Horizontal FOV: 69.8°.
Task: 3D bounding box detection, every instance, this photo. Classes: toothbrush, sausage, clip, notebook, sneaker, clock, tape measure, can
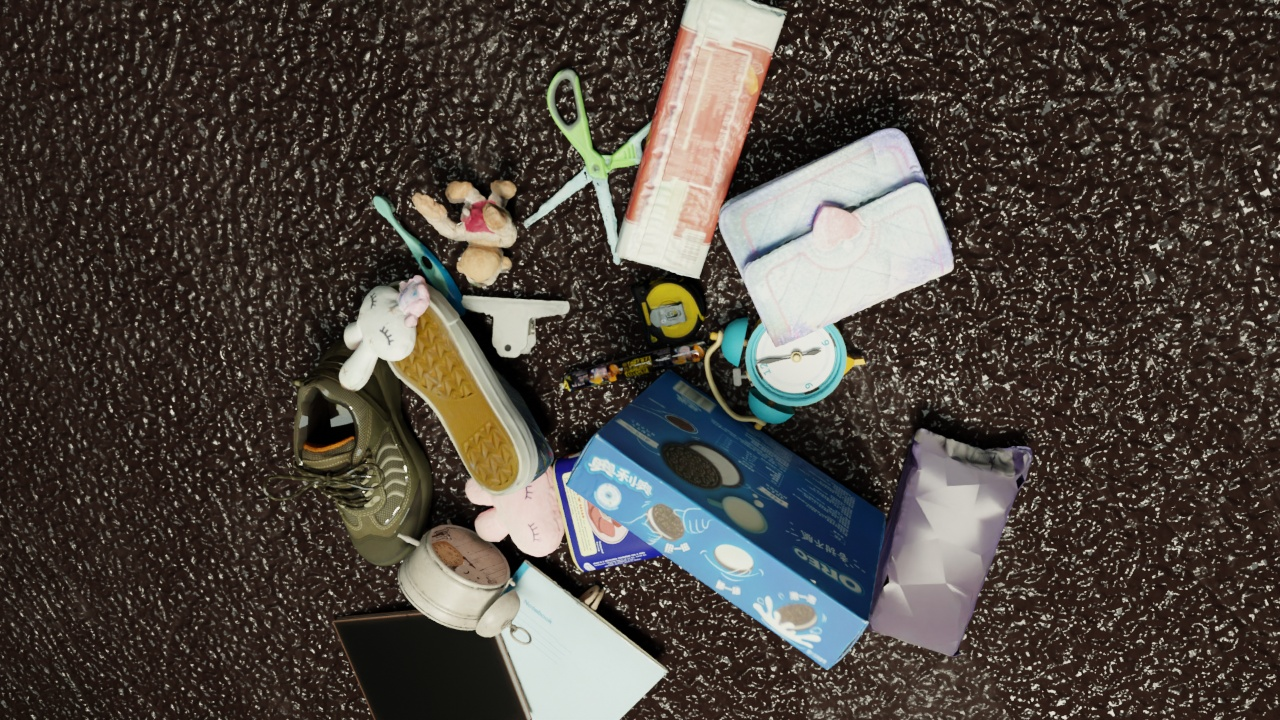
[{"bbox_3d":[-0.205,-0.098,0.859,0.022,0.017,0.135,-32,99,21],"label":"toothbrush"},{"bbox_3d":[-0.005,0.005,0.835,0.155,0.020,0.020,-14,103,19],"label":"sausage"},{"bbox_3d":[-0.060,0.250,0.928,0.052,0.026,0.059,1,115,18],"label":"clip"},{"bbox_3d":[-0.111,0.339,0.963,0.181,0.009,0.254,38,119,1],"label":"notebook"},{"bbox_3d":[-0.156,0.017,0.849,0.088,0.079,0.235,-46,72,25],"label":"sneaker"},{"bbox_3d":[-0.227,0.334,0.991,0.210,0.008,0.141,-12,103,26],"label":"notebook"},{"bbox_3d":[0.121,0.001,0.789,0.130,0.043,0.099,-24,100,14],"label":"clock"},{"bbox_3d":[-0.274,0.106,0.873,0.101,0.142,0.238,-4,106,16],"label":"sneaker"},{"bbox_3d":[0.027,-0.045,0.802,0.061,0.034,0.062,-16,103,17],"label":"tape measure"},{"bbox_3d":[-0.022,0.132,0.848,0.092,0.056,0.116,-17,84,21],"label":"can"},{"bbox_3d":[-0.116,-0.032,0.857,0.102,0.045,0.055,5,101,14],"label":"clip"},{"bbox_3d":[-0.160,0.216,0.887,0.157,0.103,0.061,38,105,20],"label":"clock"}]

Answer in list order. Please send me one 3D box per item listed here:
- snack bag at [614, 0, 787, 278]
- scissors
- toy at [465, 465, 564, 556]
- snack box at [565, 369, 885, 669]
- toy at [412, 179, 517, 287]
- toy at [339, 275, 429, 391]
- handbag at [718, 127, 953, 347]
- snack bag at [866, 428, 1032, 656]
[{"bbox_3d":[0.044,-0.182,0.744,0.077,0.041,0.225,14,110,-9],"label":"snack bag"},{"bbox_3d":[-0.034,-0.167,0.790,0.172,0.023,0.171,-12,106,13],"label":"scissors"},{"bbox_3d":[-0.123,0.140,0.895,0.105,0.053,0.108,-12,98,31],"label":"toy"},{"bbox_3d":[0.081,0.114,0.743,0.239,0.195,0.056,34,112,8],"label":"snack box"},{"bbox_3d":[-0.148,-0.109,0.809,0.085,0.074,0.106,5,133,5],"label":"toy"},{"bbox_3d":[-0.231,-0.030,0.822,0.123,0.038,0.079,-40,53,22],"label":"toy"},{"bbox_3d":[0.153,-0.096,0.721,0.159,0.069,0.126,-24,98,7],"label":"handbag"},{"bbox_3d":[0.259,0.160,0.792,0.096,0.058,0.206,14,111,11],"label":"snack bag"}]
